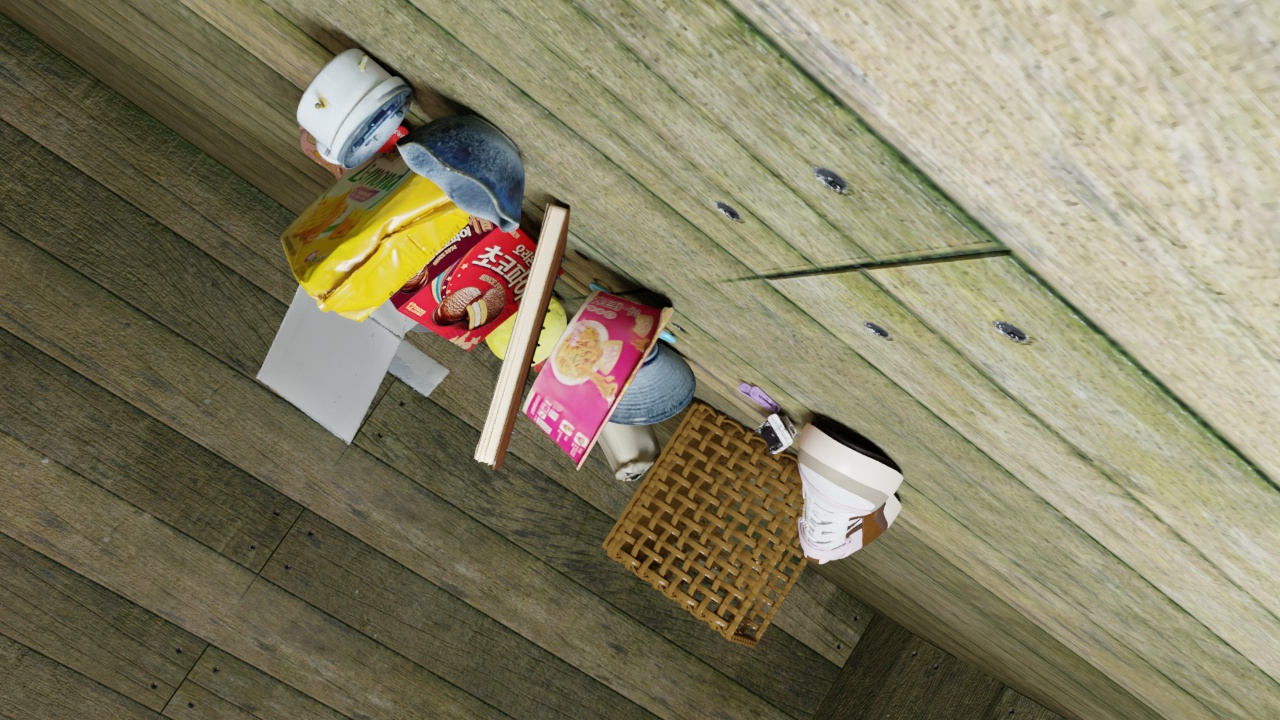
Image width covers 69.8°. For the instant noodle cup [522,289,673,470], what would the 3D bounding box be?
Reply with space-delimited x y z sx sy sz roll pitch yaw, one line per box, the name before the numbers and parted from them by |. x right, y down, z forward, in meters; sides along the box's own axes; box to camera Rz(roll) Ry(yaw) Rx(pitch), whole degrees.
instant noodle cup | -0.046 0.009 0.874 0.077 0.178 0.179 31 172 1

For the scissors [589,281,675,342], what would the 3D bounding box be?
scissors | -0.021 -0.055 1.010 0.129 0.015 0.135 38 168 -38

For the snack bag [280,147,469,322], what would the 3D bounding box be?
snack bag | -0.247 -0.123 0.850 0.068 0.159 0.247 51 173 -31

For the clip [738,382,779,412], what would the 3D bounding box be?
clip | 0.129 0.041 0.988 0.051 0.013 0.032 35 174 -31

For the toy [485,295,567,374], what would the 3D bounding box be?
toy | -0.165 -0.072 1.176 0.092 0.133 0.207 -24 125 29

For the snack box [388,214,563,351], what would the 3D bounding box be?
snack box | -0.162 -0.082 0.910 0.036 0.133 0.152 52 -177 20

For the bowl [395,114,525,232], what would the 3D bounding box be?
bowl | -0.128 -0.151 0.701 0.110 0.055 0.110 33 173 4

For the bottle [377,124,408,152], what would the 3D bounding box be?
bottle | -0.247 -0.214 0.862 0.036 0.036 0.119 39 170 -37

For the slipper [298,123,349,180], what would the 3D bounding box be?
slipper | -0.307 -0.203 1.024 0.197 0.081 0.093 30 171 8

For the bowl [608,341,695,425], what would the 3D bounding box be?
bowl | -0.006 0.006 1.031 0.137 0.136 0.057 29 140 32

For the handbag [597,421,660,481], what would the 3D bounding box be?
handbag | -0.030 0.057 1.300 0.229 0.132 0.184 61 -178 -12

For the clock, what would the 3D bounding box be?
clock | -0.225 -0.195 0.728 0.057 0.083 0.118 40 168 -7

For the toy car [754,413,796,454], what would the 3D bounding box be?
toy car | 0.155 0.079 1.021 0.039 0.039 0.113 59 175 9

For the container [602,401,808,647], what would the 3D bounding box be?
container | 0.125 0.239 1.325 0.214 0.251 0.219 30 172 24

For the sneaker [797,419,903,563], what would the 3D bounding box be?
sneaker | 0.206 0.157 0.993 0.112 0.116 0.294 30 172 23

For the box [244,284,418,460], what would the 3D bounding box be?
box | -0.362 -0.051 1.202 0.167 0.330 0.164 33 -174 12

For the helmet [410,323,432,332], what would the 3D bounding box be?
helmet | -0.540 -0.179 2.009 0.271 0.118 0.183 29 -156 -6

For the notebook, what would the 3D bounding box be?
notebook | -0.105 -0.015 0.824 0.024 0.225 0.167 16 173 -4
